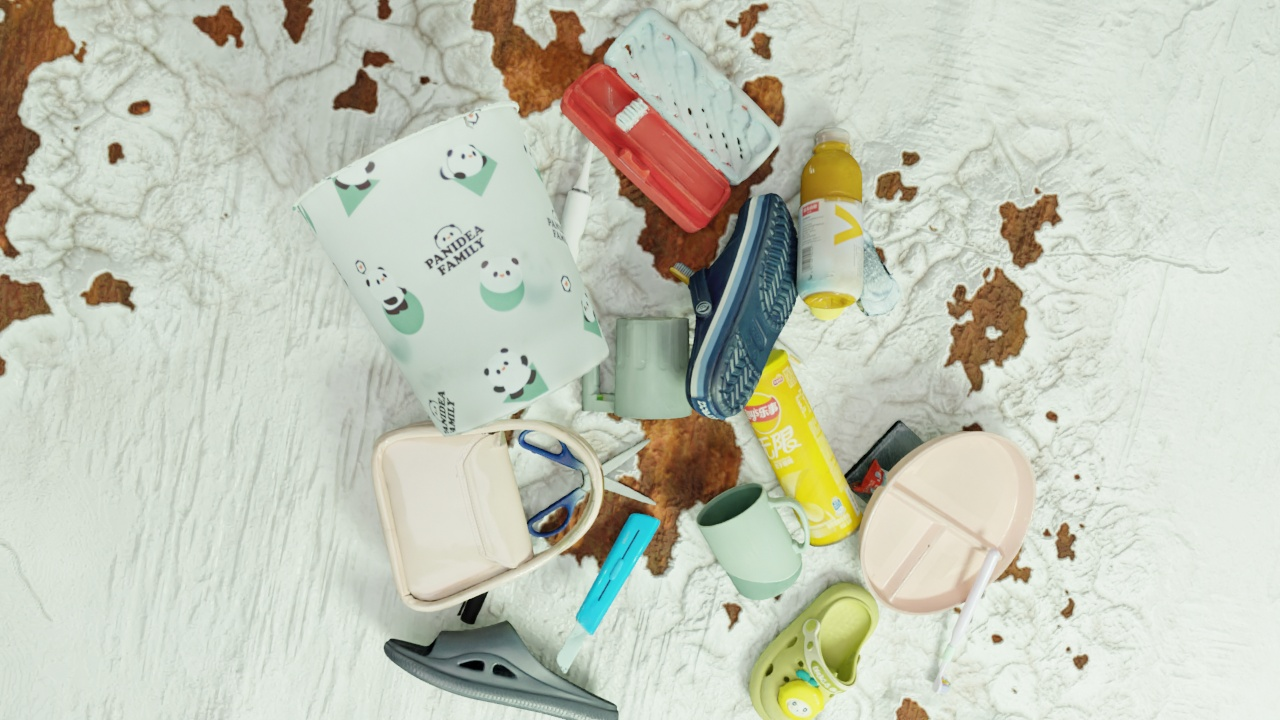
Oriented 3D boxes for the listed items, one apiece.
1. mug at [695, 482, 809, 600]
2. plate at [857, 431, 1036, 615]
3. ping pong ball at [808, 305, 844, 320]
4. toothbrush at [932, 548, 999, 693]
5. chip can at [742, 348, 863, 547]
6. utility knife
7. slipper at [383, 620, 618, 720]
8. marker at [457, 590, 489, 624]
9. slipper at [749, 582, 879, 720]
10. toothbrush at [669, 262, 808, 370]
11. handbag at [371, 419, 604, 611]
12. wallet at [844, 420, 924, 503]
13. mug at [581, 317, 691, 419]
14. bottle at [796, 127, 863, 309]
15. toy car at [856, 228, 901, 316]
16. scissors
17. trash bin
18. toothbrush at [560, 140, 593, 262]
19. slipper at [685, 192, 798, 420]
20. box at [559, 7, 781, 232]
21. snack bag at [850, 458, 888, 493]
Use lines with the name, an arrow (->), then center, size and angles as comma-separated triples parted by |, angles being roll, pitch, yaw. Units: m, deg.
mug -> 0.134, 0.194, 0.999 | 0.112, 0.082, 0.106 | -27, 101, 20
plate -> 0.337, 0.179, 1.016 | 0.229, 0.028, 0.230 | -7, 113, -18
ping pong ball -> 0.204, -0.064, 1.003 | 0.040, 0.040, 0.040 | -1, 97, -5
toothbrush -> 0.374, 0.300, 1.053 | 0.021, 0.029, 0.189 | 24, 108, 30
chip can -> 0.171, 0.095, 1.004 | 0.072, 0.072, 0.213 | -28, 99, -2
utility knife -> -0.038, 0.249, 0.997 | 0.034, 0.018, 0.191 | 32, 72, -2
slipper -> -0.142, 0.328, 0.997 | 0.268, 0.111, 0.083 | 22, 74, -12
marker -> -0.168, 0.229, 1.016 | 0.022, 0.020, 0.132 | 25, 95, 12
slipper -> 0.200, 0.337, 1.031 | 0.091, 0.081, 0.190 | 38, 89, -6
toothbrush -> 0.111, -0.048, 1.010 | 0.191, 0.016, 0.018 | 36, 84, -7
handbag -> -0.153, 0.145, 0.965 | 0.234, 0.093, 0.193 | -13, 94, -2
wallet -> 0.304, 0.141, 1.048 | 0.121, 0.019, 0.097 | 42, 92, -7
mug -> -0.006, 0.006, 0.980 | 0.124, 0.083, 0.103 | 2, 96, 20
bottle -> 0.200, -0.151, 0.966 | 0.068, 0.068, 0.189 | 5, 78, -6
toy car -> 0.248, -0.096, 1.008 | 0.049, 0.031, 0.105 | -33, 99, 0
scissors -> -0.066, 0.132, 1.017 | 0.176, 0.012, 0.162 | 35, 91, -9
trash bin -> -0.163, -0.080, 0.874 | 0.229, 0.229, 0.252 | -27, 99, -2
toothbrush -> -0.071, -0.149, 0.977 | 0.026, 0.027, 0.221 | 13, 95, -16
slipper -> 0.096, -0.055, 0.956 | 0.095, 0.105, 0.252 | 6, 65, 31
box -> 0.032, -0.250, 0.964 | 0.201, 0.060, 0.160 | 43, 80, -8
snack bag -> 0.288, 0.147, 1.026 | 0.105, 0.026, 0.045 | 27, 96, -8
